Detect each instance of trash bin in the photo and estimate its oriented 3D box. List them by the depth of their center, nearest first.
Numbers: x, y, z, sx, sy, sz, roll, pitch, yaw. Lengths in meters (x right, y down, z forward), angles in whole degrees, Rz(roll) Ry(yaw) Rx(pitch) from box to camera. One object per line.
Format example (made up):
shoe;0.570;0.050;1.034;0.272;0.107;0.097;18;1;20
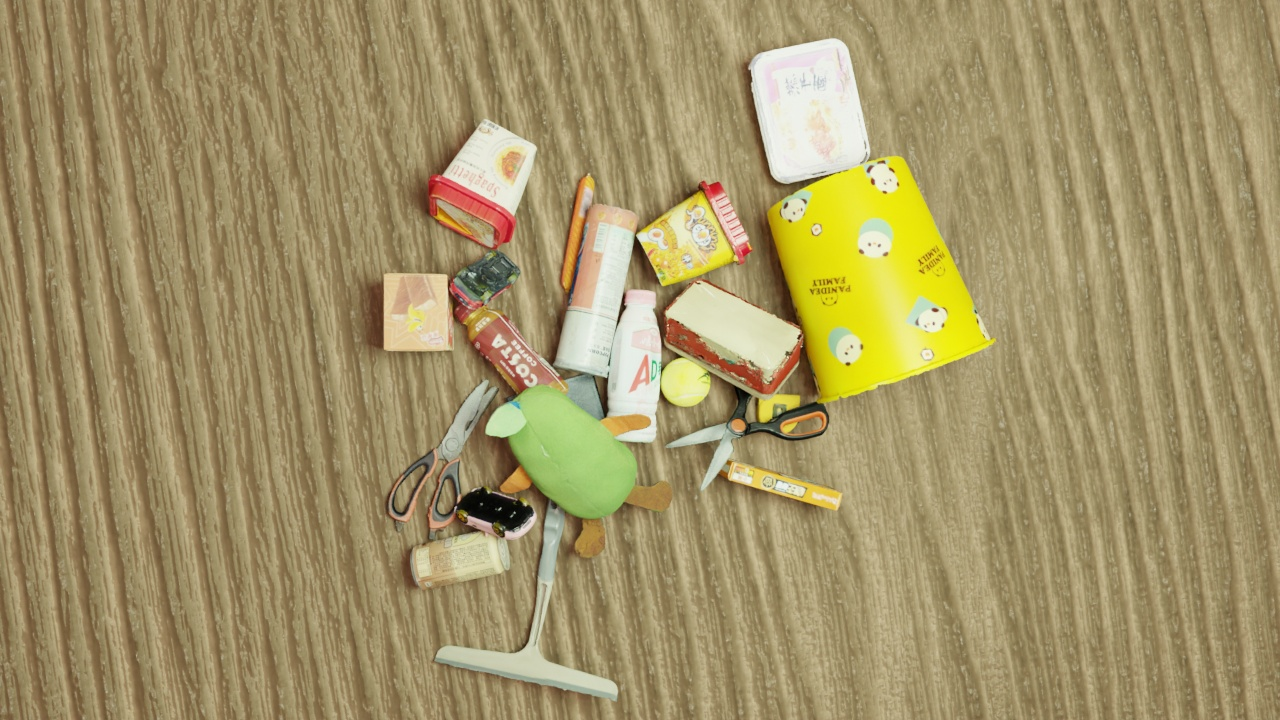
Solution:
trash bin;0.289;-0.102;1.161;0.229;0.230;0.255;-20;87;-6

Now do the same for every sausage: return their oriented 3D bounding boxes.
sausage;-0.083;-0.167;1.210;0.021;0.021;0.165;11;89;-7

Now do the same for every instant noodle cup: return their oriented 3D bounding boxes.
instant noodle cup;-0.194;-0.224;1.159;0.116;0.117;0.124;28;75;-6
instant noodle cup;0.067;-0.158;1.189;0.124;0.116;0.116;-27;94;6
instant noodle cup;0.219;-0.327;1.224;0.138;0.060;0.173;-13;91;-6

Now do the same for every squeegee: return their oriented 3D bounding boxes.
squeegee;-0.128;0.293;1.203;0.247;0.039;0.246;7;83;12

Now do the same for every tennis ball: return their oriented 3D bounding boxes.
tennis ball;0.059;0.028;1.207;0.065;0.065;0.065;0;90;-7

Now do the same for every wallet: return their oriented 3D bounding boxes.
wallet;-0.107;0.077;1.213;0.120;0.019;0.097;-17;92;-8

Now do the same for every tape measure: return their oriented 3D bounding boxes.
tape measure;0.186;0.071;1.240;0.060;0.029;0.057;2;91;-6

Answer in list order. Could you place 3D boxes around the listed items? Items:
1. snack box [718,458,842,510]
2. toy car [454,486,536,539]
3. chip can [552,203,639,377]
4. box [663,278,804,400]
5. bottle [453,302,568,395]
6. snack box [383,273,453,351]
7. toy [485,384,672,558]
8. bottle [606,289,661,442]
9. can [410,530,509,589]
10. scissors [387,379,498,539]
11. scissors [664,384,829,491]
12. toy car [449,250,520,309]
snack box;0.183;0.162;1.217;0.153;0.075;0.026;16;89;-7
toy car;-0.182;0.195;1.160;0.056;0.122;0.037;-44;128;-35
chip can;-0.056;-0.090;1.185;0.071;0.071;0.214;12;87;-6
box;0.115;-0.033;1.161;0.168;0.079;0.091;29;60;23
bottle;-0.168;-0.010;1.179;0.057;0.057;0.175;-42;87;-5
snack box;-0.277;-0.059;1.154;0.077;0.093;0.094;0;90;-7
toy;-0.079;0.126;1.139;0.227;0.089;0.247;-30;112;16
bottle;-0.007;0.007;1.199;0.068;0.068;0.197;4;88;-7
can;-0.230;0.253;1.174;0.116;0.058;0.058;-12;92;1
scissors;-0.242;0.131;1.200;0.206;0.015;0.194;-21;92;-6
scissors;0.139;0.073;1.198;0.221;0.022;0.224;3;62;-6
toy car;-0.197;-0.098;1.156;0.053;0.120;0.045;43;120;0
